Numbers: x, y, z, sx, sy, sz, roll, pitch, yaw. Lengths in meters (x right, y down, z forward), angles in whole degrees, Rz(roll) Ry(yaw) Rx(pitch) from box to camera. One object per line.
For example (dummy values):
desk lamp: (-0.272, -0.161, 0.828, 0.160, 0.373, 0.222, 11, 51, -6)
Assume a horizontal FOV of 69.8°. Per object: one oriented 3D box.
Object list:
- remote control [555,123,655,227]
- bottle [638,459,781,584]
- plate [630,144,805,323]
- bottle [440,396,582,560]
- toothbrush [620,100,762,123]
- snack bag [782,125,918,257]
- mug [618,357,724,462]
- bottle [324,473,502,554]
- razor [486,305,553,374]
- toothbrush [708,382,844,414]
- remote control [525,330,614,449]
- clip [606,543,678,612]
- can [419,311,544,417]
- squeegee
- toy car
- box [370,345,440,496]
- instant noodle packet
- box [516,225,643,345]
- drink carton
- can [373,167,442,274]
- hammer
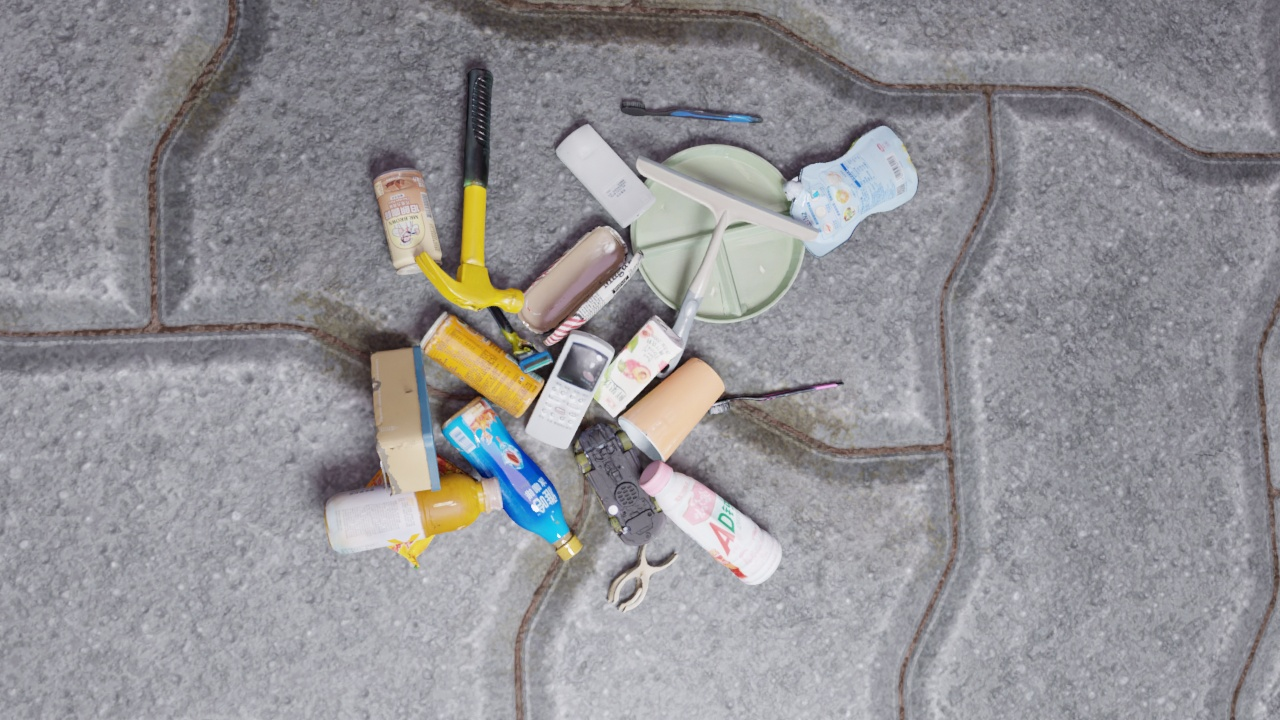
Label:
remote control: (-0.044, -0.230, 1.138, 0.056, 0.019, 0.135, -42, 81, -4)
bottle: (0.083, 0.192, 1.109, 0.197, 0.068, 0.068, 40, 80, -16)
plate: (0.098, -0.160, 1.171, 0.230, 0.027, 0.230, 1, 86, -11)
bottle: (-0.146, 0.144, 1.087, 0.065, 0.065, 0.218, -39, 94, -11)
toothbrush: (0.067, -0.319, 1.183, 0.189, 0.014, 0.016, 1, 62, -11)
snack bag: (0.272, -0.221, 1.192, 0.190, 0.039, 0.110, -31, 106, -18)
mug: (0.042, 0.058, 1.126, 0.122, 0.078, 0.078, -44, 95, -16)
bottle: (-0.249, 0.165, 1.020, 0.189, 0.068, 0.068, -10, 88, -12)
razor: (-0.162, -0.042, 1.102, 0.042, 0.022, 0.142, -26, 70, -36)
toothbrush: (0.175, 0.047, 1.179, 0.189, 0.014, 0.018, -9, 98, -11)
remote control: (-0.085, 0.036, 1.092, 0.058, 0.021, 0.150, 23, 113, -8)
clip: (0.000, 0.263, 1.125, 0.072, 0.035, 0.100, 39, 72, -5)
can: (-0.188, 0.005, 1.091, 0.146, 0.058, 0.058, 36, 81, -6)
squeegee: (0.069, -0.091, 1.122, 0.246, 0.039, 0.246, 21, 95, -10)
toy car: (-0.026, 0.152, 1.120, 0.070, 0.042, 0.158, -26, 90, -11)
box: (-0.260, 0.068, 1.013, 0.062, 0.090, 0.184, -10, 44, -14)
instant noodle packet: (-0.271, 0.163, 1.074, 0.111, 0.044, 0.128, 35, 81, -2)
box: (-0.069, -0.089, 1.105, 0.162, 0.086, 0.075, -43, 117, -10)
drink carton: (-0.007, 0.006, 1.110, 0.053, 0.045, 0.123, 43, 107, -3)
can: (-0.275, -0.164, 1.085, 0.058, 0.058, 0.116, -14, 89, -11)
hammer: (-0.197, -0.206, 1.092, 0.128, 0.033, 0.300, 9, 74, -34)
